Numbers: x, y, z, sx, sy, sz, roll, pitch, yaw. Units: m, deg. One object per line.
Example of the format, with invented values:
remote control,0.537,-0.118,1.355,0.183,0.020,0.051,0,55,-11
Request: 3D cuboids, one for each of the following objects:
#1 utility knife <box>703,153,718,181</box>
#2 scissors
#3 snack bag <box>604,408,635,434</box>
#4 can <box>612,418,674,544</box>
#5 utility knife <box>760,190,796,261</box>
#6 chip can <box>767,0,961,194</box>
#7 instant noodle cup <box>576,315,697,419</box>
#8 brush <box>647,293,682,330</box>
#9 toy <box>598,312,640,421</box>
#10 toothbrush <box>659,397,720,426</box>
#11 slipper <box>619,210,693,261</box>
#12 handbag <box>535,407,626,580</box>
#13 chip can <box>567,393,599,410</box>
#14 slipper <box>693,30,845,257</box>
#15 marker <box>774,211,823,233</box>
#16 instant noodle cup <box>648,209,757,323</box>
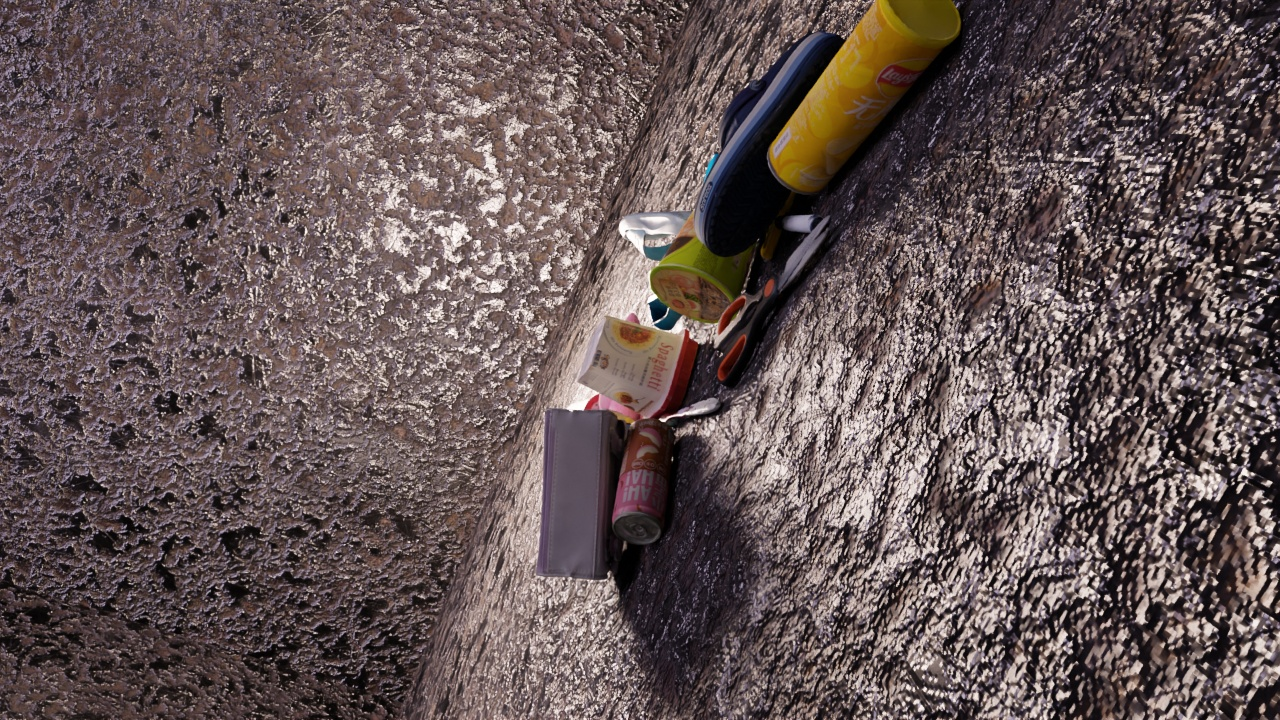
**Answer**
utility knife,0.090,-0.220,1.438,0.034,0.018,0.224,147,142,-71
scissors,0.129,-0.049,0.904,0.235,0.021,0.152,150,133,-68
snack bag,-0.048,0.166,1.233,0.110,0.038,0.191,20,100,53
can,0.005,0.135,1.046,0.147,0.058,0.058,-80,16,-47
utility knife,0.160,-0.180,1.002,0.033,0.015,0.156,168,123,-81
chip can,0.189,-0.235,0.812,0.214,0.072,0.071,128,160,-58
instant noodle cup,-0.007,0.007,1.177,0.117,0.124,0.116,133,156,-64
brush,0.043,-0.078,1.284,0.144,0.055,0.073,168,124,-77
toy,-0.018,0.031,1.314,0.179,0.074,0.194,120,155,-58
toothbrush,0.057,0.062,1.052,0.016,0.017,0.188,-68,12,-15
slipper,0.049,-0.185,1.363,0.246,0.104,0.074,-163,68,-68
handbag,-0.065,0.160,1.114,0.145,0.098,0.197,54,-141,-83
chip can,-0.077,0.095,1.509,0.236,0.072,0.072,157,133,-76
slipper,0.122,-0.233,0.957,0.095,0.105,0.253,37,97,41
marker,0.159,-0.139,0.920,0.022,0.018,0.130,-58,11,4
instant noodle cup,0.082,-0.123,1.063,0.123,0.111,0.112,-64,8,-23
